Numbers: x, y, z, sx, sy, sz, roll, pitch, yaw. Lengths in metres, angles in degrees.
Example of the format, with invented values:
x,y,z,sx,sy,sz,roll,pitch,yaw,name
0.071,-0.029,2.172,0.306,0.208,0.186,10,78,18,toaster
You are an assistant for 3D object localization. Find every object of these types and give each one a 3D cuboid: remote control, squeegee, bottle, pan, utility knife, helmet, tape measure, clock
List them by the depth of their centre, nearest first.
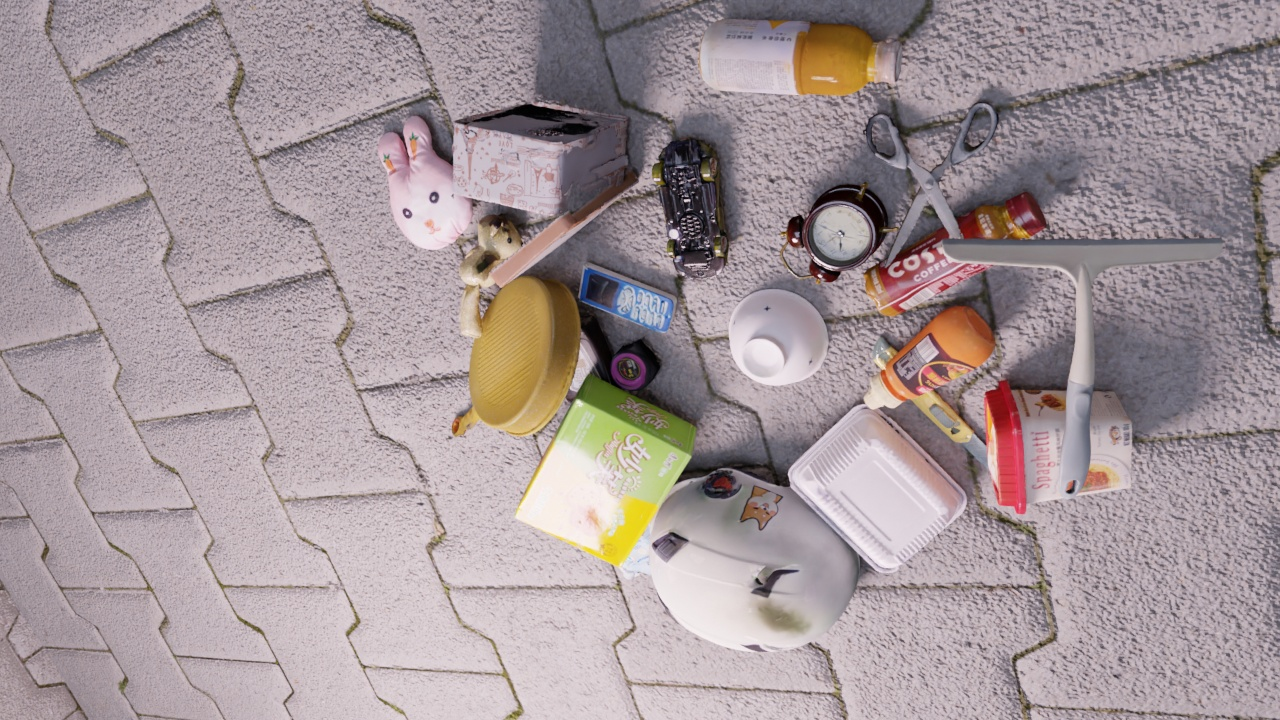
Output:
x,y,z,sx,sy,sz,roll,pitch,yaw,name
0.402,0.010,0.842,0.246,0.039,0.246,1,96,6,squeegee
0.153,-0.291,0.883,0.190,0.067,0.068,10,119,22,bottle
0.309,-0.105,0.909,0.175,0.057,0.057,-30,99,34,bottle
0.200,-0.129,0.951,0.122,0.055,0.082,-32,99,32,clock
0.296,0.006,0.965,0.067,0.066,0.150,47,123,-2,bottle
0.333,0.057,1.011,0.216,0.022,0.031,42,131,-4,utility knife
-0.017,-0.076,1.106,0.125,0.024,0.049,22,123,13,remote control
0.125,0.262,1.118,0.274,0.156,0.230,5,116,16,helmet
-0.007,0.007,1.135,0.058,0.039,0.057,-35,96,30,tape measure
-0.060,0.039,1.176,0.080,0.043,0.195,-7,113,32,bottle
-0.181,0.027,1.184,0.359,0.078,0.197,-31,54,43,pan

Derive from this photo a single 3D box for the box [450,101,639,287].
x,y,z,sx,sy,sz,roll,pitch,yaw,name
-0.097,-0.176,1.002,0.152,0.181,0.175,17,118,19,box

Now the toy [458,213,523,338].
x,y,z,sx,sy,sz,roll,pitch,yaw,name
-0.192,-0.104,1.133,0.066,0.105,0.157,16,107,-13,toy

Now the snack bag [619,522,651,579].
x,y,z,sx,sy,sz,roll,pitch,yaw,name
-0.032,0.219,1.258,0.111,0.038,0.191,-33,100,27,snack bag

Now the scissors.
x,y,z,sx,sy,sz,roll,pitch,yaw,name
0.273,-0.172,0.883,0.159,0.014,0.179,35,103,23,scissors

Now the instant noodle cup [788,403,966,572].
x,y,z,sx,sy,sz,roll,pitch,yaw,name
0.269,0.150,1.031,0.173,0.060,0.138,44,101,-2,instant noodle cup

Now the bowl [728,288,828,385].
x,y,z,sx,sy,sz,roll,pitch,yaw,name
0.146,-0.015,1.033,0.118,0.064,0.118,12,120,21,bowl

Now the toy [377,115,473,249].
x,y,z,sx,sy,sz,roll,pitch,yaw,name
-0.273,-0.218,1.145,0.122,0.054,0.159,-23,96,33,toy

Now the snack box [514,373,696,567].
x,y,z,sx,sy,sz,roll,pitch,yaw,name
-0.046,0.142,1.158,0.157,0.069,0.210,27,118,-5,snack box

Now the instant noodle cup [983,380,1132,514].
x,y,z,sx,sy,sz,roll,pitch,yaw,name
0.419,0.084,0.927,0.124,0.116,0.116,-5,113,15,instant noodle cup

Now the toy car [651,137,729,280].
x,y,z,sx,sy,sz,roll,pitch,yaw,name
0.058,-0.165,1.012,0.070,0.042,0.158,2,115,25,toy car
